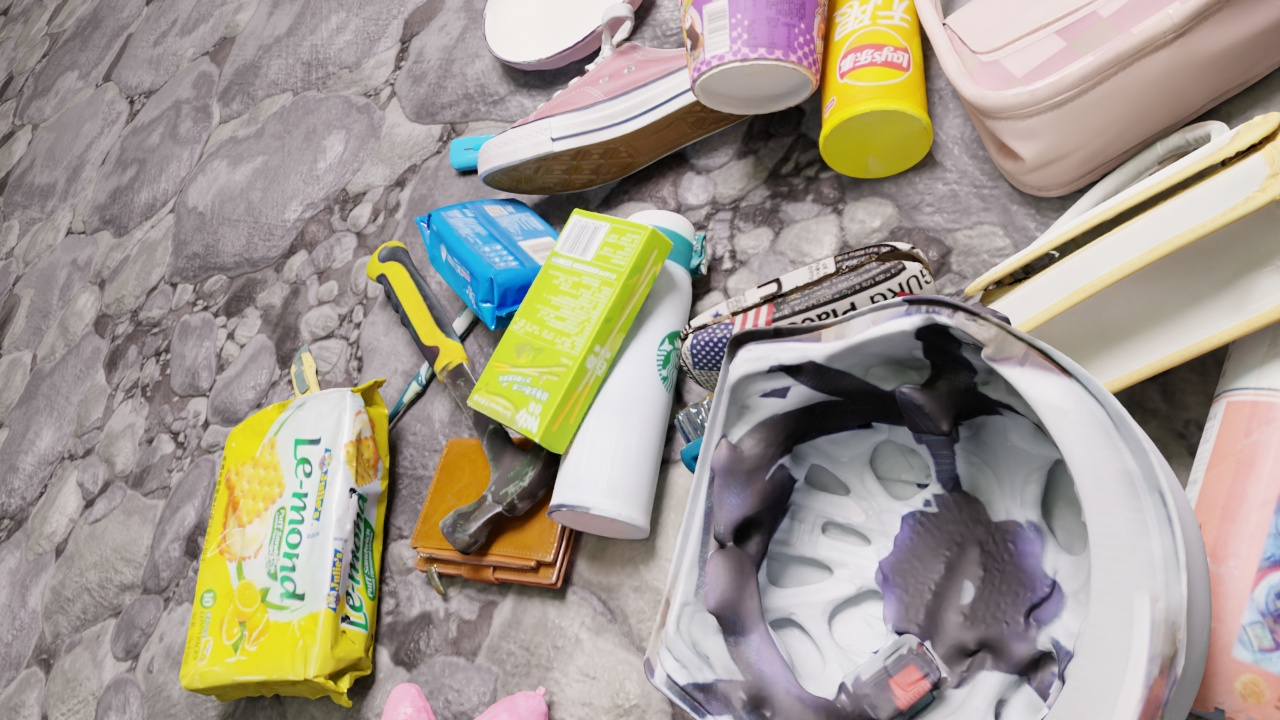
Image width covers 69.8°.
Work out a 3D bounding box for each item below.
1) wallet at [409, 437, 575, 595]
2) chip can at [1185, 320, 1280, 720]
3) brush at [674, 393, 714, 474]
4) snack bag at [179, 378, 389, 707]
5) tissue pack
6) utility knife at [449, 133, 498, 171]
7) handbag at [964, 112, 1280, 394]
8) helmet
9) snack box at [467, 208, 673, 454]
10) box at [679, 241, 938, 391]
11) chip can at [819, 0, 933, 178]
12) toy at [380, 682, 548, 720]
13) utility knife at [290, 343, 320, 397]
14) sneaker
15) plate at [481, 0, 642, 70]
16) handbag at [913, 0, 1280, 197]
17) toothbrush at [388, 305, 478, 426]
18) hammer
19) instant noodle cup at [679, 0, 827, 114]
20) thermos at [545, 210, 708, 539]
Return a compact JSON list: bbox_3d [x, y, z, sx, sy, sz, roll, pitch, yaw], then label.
[{"bbox_3d":[-0.101,0.109,0.649,0.131,0.035,0.118,-2,63,32],"label":"wallet"},{"bbox_3d":[0.280,0.057,0.404,0.071,0.071,0.214,16,76,38],"label":"chip can"},{"bbox_3d":[0.090,0.041,0.549,0.144,0.055,0.073,-22,67,21],"label":"brush"},{"bbox_3d":[-0.266,0.141,0.713,0.158,0.068,0.246,-15,63,29],"label":"snack bag"},{"bbox_3d":[-0.106,-0.077,0.715,0.157,0.094,0.052,44,134,39],"label":"tissue pack"},{"bbox_3d":[-0.108,-0.193,0.823,0.166,0.018,0.034,1,66,32],"label":"utility knife"},{"bbox_3d":[0.247,-0.066,0.467,0.164,0.063,0.178,-34,16,38],"label":"handbag"},{"bbox_3d":[0.134,0.097,0.418,0.259,0.145,0.229,1,77,51],"label":"helmet"},{"bbox_3d":[-0.048,-0.023,0.606,0.086,0.026,0.156,20,80,46],"label":"snack box"},{"bbox_3d":[0.101,-0.030,0.573,0.165,0.074,0.064,-20,28,19],"label":"box"},{"bbox_3d":[0.158,-0.232,0.635,0.072,0.072,0.213,-10,61,29],"label":"chip can"},{"bbox_3d":[-0.105,0.276,0.542,0.195,0.074,0.178,25,71,36],"label":"toy"},{"bbox_3d":[-0.294,0.041,0.827,0.031,0.018,0.151,-44,55,14],"label":"utility knife"},{"bbox_3d":[-0.021,-0.202,0.716,0.241,0.118,0.087,-18,75,18],"label":"sneaker"},{"bbox_3d":[-0.062,-0.345,0.859,0.193,0.039,0.192,-15,58,26],"label":"plate"},{"bbox_3d":[0.260,-0.234,0.559,0.193,0.093,0.234,-31,52,15],"label":"handbag"},{"bbox_3d":[-0.180,0.018,0.762,0.018,0.016,0.191,36,88,30],"label":"toothbrush"},{"bbox_3d":[-0.147,-0.003,0.712,0.126,0.032,0.323,-41,47,1],"label":"hammer"},{"bbox_3d":[0.075,-0.224,0.606,0.112,0.111,0.099,-5,82,31],"label":"instant noodle cup"},{"bbox_3d":[-0.004,0.004,0.622,0.073,0.073,0.223,-2,65,32],"label":"thermos"}]
